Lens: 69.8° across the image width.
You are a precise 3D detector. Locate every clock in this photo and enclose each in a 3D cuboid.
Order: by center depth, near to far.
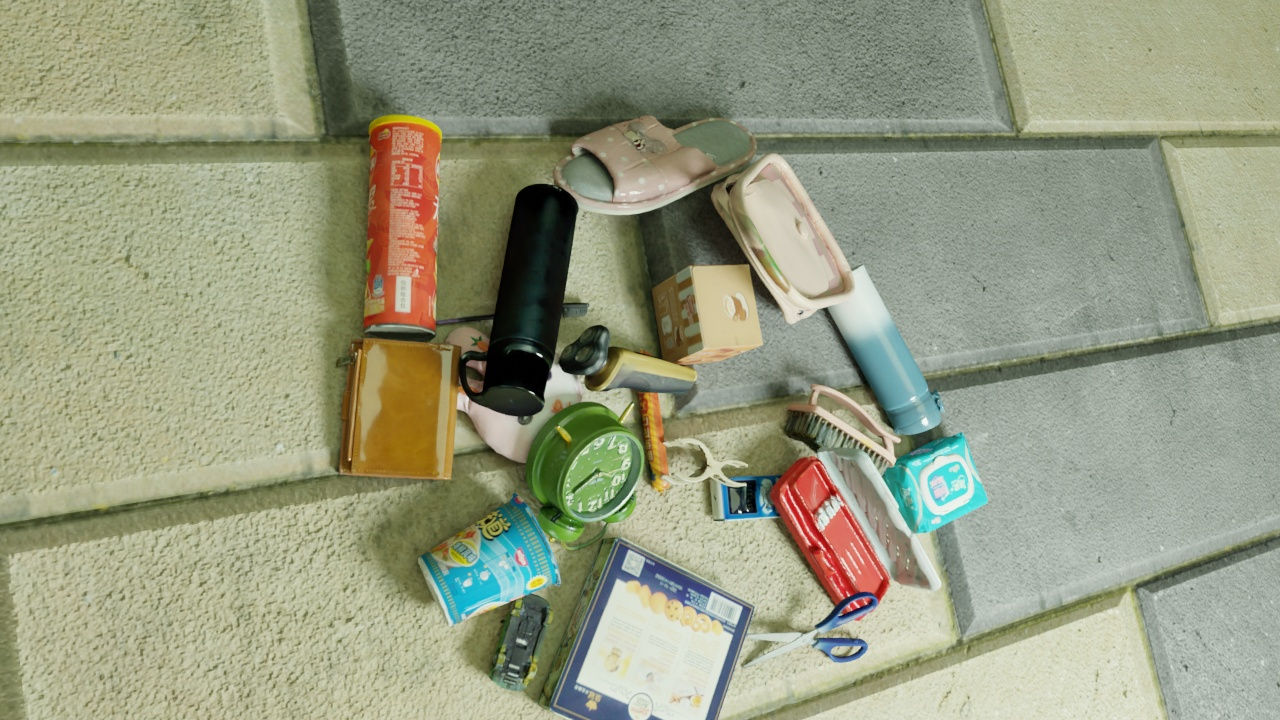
[{"bbox_3d":[-0.053,0.120,0.921,0.115,0.056,0.161,-15,122,-35],"label":"clock"}]

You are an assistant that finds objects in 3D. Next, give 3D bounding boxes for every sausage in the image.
[{"bbox_3d":[0.013,0.066,1.005,0.021,0.021,0.165,-3,80,-26],"label":"sausage"}]

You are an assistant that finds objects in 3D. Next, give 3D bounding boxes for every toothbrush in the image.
[{"bbox_3d":[-0.140,-0.045,0.962,0.188,0.014,0.017,-8,105,-26],"label":"toothbrush"}]

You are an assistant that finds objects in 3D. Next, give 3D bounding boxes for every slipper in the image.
[{"bbox_3d":[0.025,-0.234,1.039,0.273,0.055,0.114,-22,59,-30],"label":"slipper"}]

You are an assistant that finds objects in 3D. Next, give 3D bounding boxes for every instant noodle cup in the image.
[{"bbox_3d":[-0.147,0.193,0.867,0.109,0.099,0.099,-25,90,-19],"label":"instant noodle cup"}]

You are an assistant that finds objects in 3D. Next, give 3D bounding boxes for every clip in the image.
[{"bbox_3d":[0.069,0.102,0.994,0.104,0.035,0.086,-6,80,-29],"label":"clip"}]

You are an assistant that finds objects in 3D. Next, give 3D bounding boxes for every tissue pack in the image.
[{"bbox_3d":[0.369,0.153,1.141,0.133,0.050,0.093,-19,87,-28],"label":"tissue pack"}]

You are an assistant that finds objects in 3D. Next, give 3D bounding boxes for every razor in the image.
[{"bbox_3d":[-0.006,0.006,0.959,0.167,0.062,0.067,12,85,-41],"label":"razor"}]

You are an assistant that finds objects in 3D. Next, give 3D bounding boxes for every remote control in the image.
[{"bbox_3d":[0.137,0.156,1.044,0.124,0.024,0.049,2,78,-27],"label":"remote control"}]

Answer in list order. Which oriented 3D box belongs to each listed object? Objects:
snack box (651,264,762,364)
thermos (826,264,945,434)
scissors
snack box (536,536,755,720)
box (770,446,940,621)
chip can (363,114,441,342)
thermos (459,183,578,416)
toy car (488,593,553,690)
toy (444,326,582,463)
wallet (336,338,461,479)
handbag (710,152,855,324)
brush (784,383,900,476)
[{"bbox_3d":[0.073,-0.049,1.018,0.077,0.095,0.092,-4,80,-27],"label":"snack box"},{"bbox_3d":[0.299,-0.011,1.136,0.070,0.070,0.220,-31,93,-28],"label":"thermos"},{"bbox_3d":[0.196,0.311,1.025,0.162,0.012,0.163,-39,123,2],"label":"scissors"},{"bbox_3d":[0.010,0.300,0.940,0.178,0.046,0.182,31,67,-17],"label":"snack box"},{"bbox_3d":[0.240,0.199,1.026,0.095,0.100,0.201,-41,107,-26],"label":"box"},{"bbox_3d":[-0.232,-0.128,0.901,0.073,0.073,0.216,4,77,-25],"label":"chip can"},{"bbox_3d":[-0.121,-0.065,0.915,0.090,0.068,0.242,4,58,4],"label":"thermos"},{"bbox_3d":[-0.118,0.271,0.889,0.043,0.036,0.091,25,70,-18],"label":"toy car"},{"bbox_3d":[-0.135,0.033,0.927,0.159,0.054,0.121,25,68,-10],"label":"toy"},{"bbox_3d":[-0.235,0.045,0.872,0.119,0.035,0.130,4,82,-5],"label":"wallet"},{"bbox_3d":[0.145,-0.127,1.006,0.193,0.093,0.233,60,22,-1],"label":"handbag"},{"bbox_3d":[0.247,0.088,1.090,0.145,0.063,0.073,30,78,-18],"label":"brush"}]
